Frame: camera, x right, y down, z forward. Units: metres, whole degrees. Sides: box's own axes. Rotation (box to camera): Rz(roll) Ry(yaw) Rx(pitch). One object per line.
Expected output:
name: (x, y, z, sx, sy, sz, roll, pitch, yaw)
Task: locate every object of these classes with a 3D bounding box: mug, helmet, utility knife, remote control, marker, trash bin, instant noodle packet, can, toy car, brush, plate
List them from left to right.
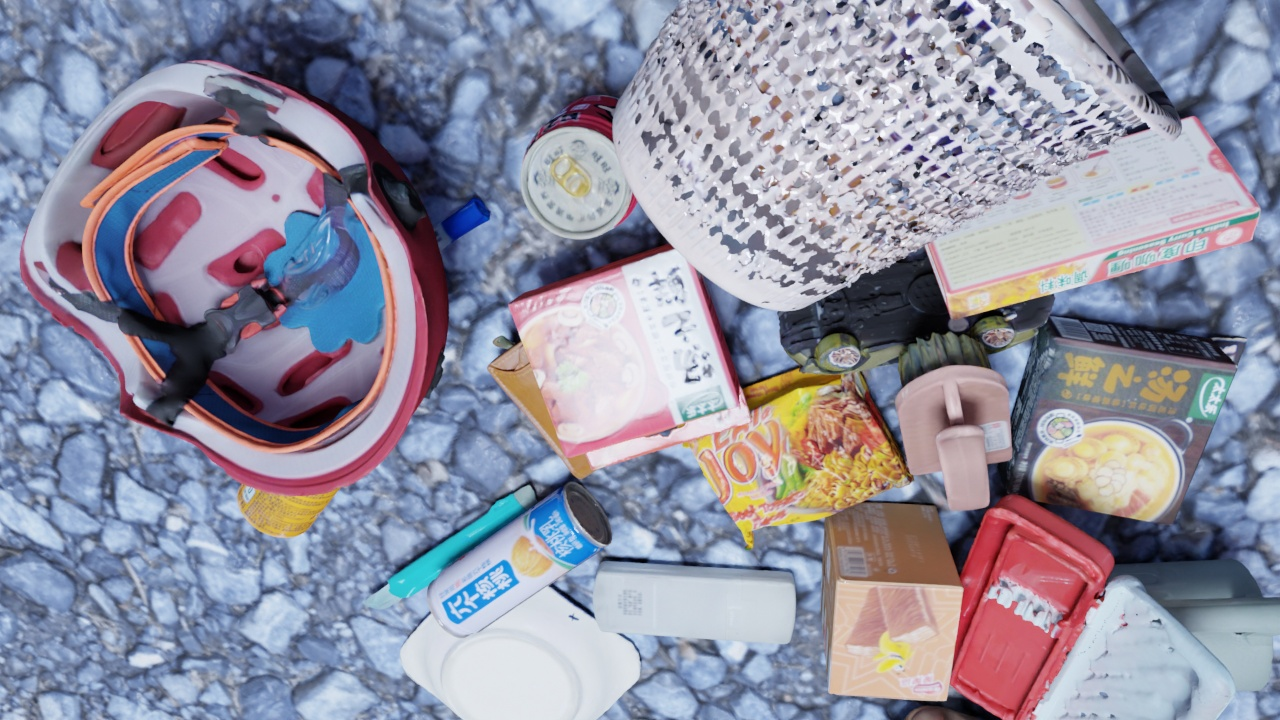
helmet: (-0.203, -0.048, 0.536, 0.207, 0.143, 0.240, -40, 92, 17)
can: (-0.224, 0.059, 0.643, 0.058, 0.058, 0.146, 38, 113, -10)
marker: (-0.159, -0.062, 0.601, 0.146, 0.016, 0.017, -29, 108, 19)
utility knife: (-0.144, 0.145, 0.695, 0.178, 0.013, 0.029, -34, 114, 16)
plate: (-0.101, 0.249, 0.728, 0.163, 0.034, 0.165, 37, 115, -10)
can: (-0.088, 0.145, 0.659, 0.135, 0.053, 0.053, -36, 106, 14)
can: (-0.029, -0.110, 0.519, 0.066, 0.093, 0.067, 3, 115, 6)
remote control: (0.040, 0.180, 0.684, 0.150, 0.021, 0.058, 3, 115, 6)
instant noodle packet: (0.100, 0.061, 0.611, 0.129, 0.044, 0.111, -25, 105, 18)
trash bin: (0.099, -0.134, 0.441, 0.227, 0.226, 0.193, 41, 125, -12)
toy car: (0.161, -0.029, 0.547, 0.158, 0.070, 0.042, -7, 143, 12)
brush: (0.181, 0.038, 0.527, 0.063, 0.073, 0.145, -11, 153, 16)
mug: (0.340, 0.168, 0.591, 0.103, 0.083, 0.124, -3, 159, 11)

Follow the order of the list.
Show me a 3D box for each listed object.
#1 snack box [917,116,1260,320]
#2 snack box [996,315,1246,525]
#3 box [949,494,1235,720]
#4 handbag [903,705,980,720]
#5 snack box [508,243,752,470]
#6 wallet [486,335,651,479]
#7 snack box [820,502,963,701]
snack box: (0.239, -0.079, 0.507, 0.156, 0.076, 0.027, -16, 141, 14)
snack box: (0.302, 0.037, 0.573, 0.126, 0.053, 0.113, 9, 116, 9)
box: (0.264, 0.189, 0.574, 0.049, 0.161, 0.201, -29, 140, -24)
handbag: (0.274, 0.331, 0.654, 0.204, 0.147, 0.100, 20, 117, -7)
snack box: (-0.003, 0.003, 0.561, 0.113, 0.044, 0.127, -18, 102, 9)
wallet: (-0.024, 0.002, 0.608, 0.131, 0.035, 0.119, -34, 109, 17)
snack box: (0.165, 0.160, 0.619, 0.077, 0.092, 0.094, 1, 114, 6)
